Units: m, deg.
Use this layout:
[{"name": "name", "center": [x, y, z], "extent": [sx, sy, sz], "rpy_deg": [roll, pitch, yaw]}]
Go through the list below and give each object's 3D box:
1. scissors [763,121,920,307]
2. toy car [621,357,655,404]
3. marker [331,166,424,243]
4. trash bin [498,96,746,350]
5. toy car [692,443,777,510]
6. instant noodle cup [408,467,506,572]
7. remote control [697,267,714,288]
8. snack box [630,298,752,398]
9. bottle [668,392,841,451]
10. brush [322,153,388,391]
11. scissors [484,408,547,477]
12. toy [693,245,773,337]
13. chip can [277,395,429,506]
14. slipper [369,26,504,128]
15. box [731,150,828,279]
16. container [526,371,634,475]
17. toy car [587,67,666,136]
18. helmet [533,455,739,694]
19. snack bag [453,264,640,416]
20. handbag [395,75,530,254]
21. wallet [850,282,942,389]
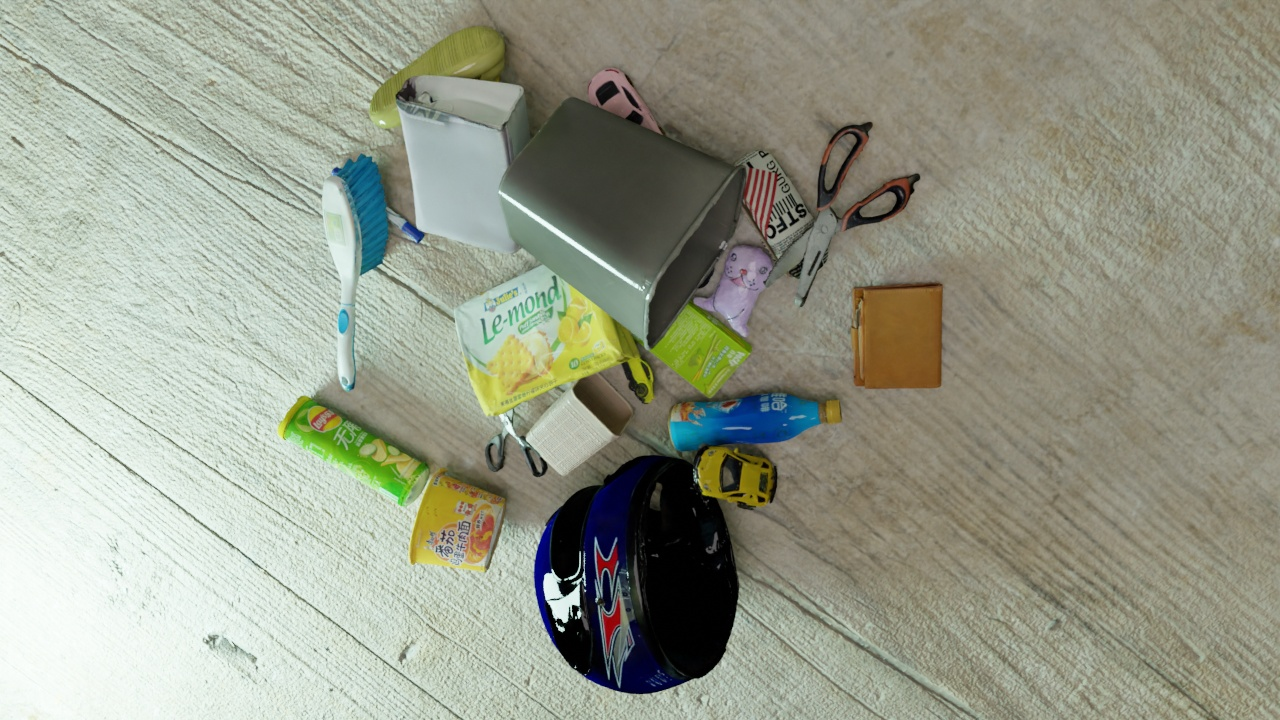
[{"name": "scissors", "center": [0.228, -0.169, 1.056], "extent": [0.221, 0.015, 0.189], "rpy_deg": [-14, 96, -3]}, {"name": "toy car", "center": [-0.007, 0.007, 1.206], "extent": [0.032, 0.048, 0.105], "rpy_deg": [-26, 105, -10]}, {"name": "marker", "center": [-0.349, -0.207, 1.220], "extent": [0.146, 0.016, 0.017], "rpy_deg": [38, 115, -3]}, {"name": "trash bin", "center": [-0.023, -0.165, 1.044], "extent": [0.220, 0.199, 0.198], "rpy_deg": [33, 73, 12]}, {"name": "toy car", "center": [0.122, 0.151, 1.179], "extent": [0.041, 0.155, 0.071], "rpy_deg": [-1, 75, 42]}, {"name": "instant noodle cup", "center": [-0.258, 0.237, 1.315], "extent": [0.110, 0.137, 0.138], "rpy_deg": [14, 114, 0]}, {"name": "remote control", "center": [0.028, -0.134, 1.152], "extent": [0.136, 0.024, 0.053], "rpy_deg": [29, 114, 1]}, {"name": "snack box", "center": [0.057, -0.031, 1.184], "extent": [0.156, 0.026, 0.086], "rpy_deg": [38, 115, -2]}, {"name": "bottle", "center": [0.147, 0.077, 1.183], "extent": [0.219, 0.065, 0.065], "rpy_deg": [-6, 109, 16]}, {"name": "brush", "center": [-0.381, -0.110, 1.220], "extent": [0.060, 0.109, 0.315], "rpy_deg": [15, 128, 14]}, {"name": "scissors", "center": [-0.186, 0.091, 1.287], "extent": [0.181, 0.014, 0.160], "rpy_deg": [53, 127, 8]}, {"name": "toy", "center": [0.121, -0.094, 1.137], "extent": [0.084, 0.038, 0.108], "rpy_deg": [32, 116, 12]}, {"name": "chip can", "center": [-0.415, 0.134, 1.340], "extent": [0.221, 0.072, 0.073], "rpy_deg": [30, 115, 1]}, {"name": "slipper", "center": [-0.239, -0.331, 1.117], "extent": [0.191, 0.091, 0.081], "rpy_deg": [-25, 141, 14]}, {"name": "box", "center": [0.163, -0.174, 1.097], "extent": [0.075, 0.081, 0.163], "rpy_deg": [-37, 99, -8]}, {"name": "container", "center": [-0.084, 0.086, 1.232], "extent": [0.090, 0.089, 0.111], "rpy_deg": [46, 117, -6]}, {"name": "toy car", "center": [-0.016, -0.290, 1.095], "extent": [0.056, 0.037, 0.122], "rpy_deg": [-30, 102, 24]}, {"name": "helmet", "center": [-0.023, 0.277, 1.214], "extent": [0.241, 0.246, 0.315], "rpy_deg": [-3, 105, 38]}, {"name": "snack bag", "center": [-0.123, -0.034, 1.181], "extent": [0.247, 0.068, 0.158], "rpy_deg": [-22, 79, 22]}, {"name": "handbag", "center": [-0.204, -0.235, 1.094], "extent": [0.145, 0.098, 0.197], "rpy_deg": [10, 141, 6]}, {"name": "wallet", "center": [0.313, -0.028, 1.120], "extent": [0.108, 0.031, 0.132], "rpy_deg": [-2, 110, 12]}]
